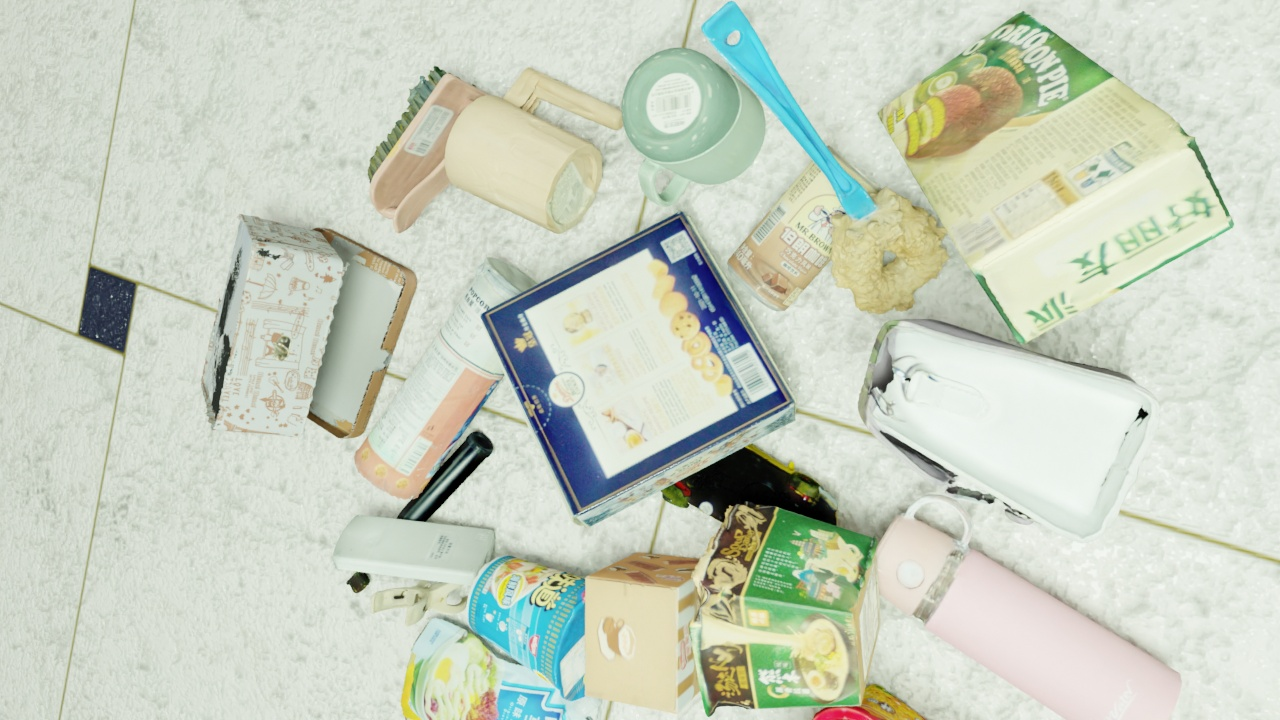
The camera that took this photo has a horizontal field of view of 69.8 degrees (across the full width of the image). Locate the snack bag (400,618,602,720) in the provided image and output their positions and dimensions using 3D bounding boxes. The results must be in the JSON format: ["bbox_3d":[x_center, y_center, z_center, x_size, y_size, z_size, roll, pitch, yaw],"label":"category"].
[{"bbox_3d":[-0.122,0.308,0.807,0.191,0.039,0.110,16,86,23],"label":"snack bag"}]

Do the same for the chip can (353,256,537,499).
[{"bbox_3d":[-0.162,0.018,0.791,0.071,0.071,0.215,41,102,18],"label":"chip can"}]

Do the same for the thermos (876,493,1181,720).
[{"bbox_3d":[0.254,0.170,0.618,0.199,0.067,0.087,33,99,21],"label":"thermos"}]

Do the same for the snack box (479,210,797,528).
[{"bbox_3d":[-0.004,0.004,0.695,0.182,0.046,0.178,-27,70,0],"label":"snack box"}]

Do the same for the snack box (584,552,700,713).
[{"bbox_3d":[0.011,0.206,0.712,0.077,0.094,0.093,2,92,25],"label":"snack box"}]

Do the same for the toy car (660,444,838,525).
[{"bbox_3d":[0.079,0.099,0.707,0.156,0.041,0.071,29,102,20],"label":"toy car"}]

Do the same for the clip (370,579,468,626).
[{"bbox_3d":[-0.195,0.204,0.804,0.076,0.103,0.034,14,98,35],"label":"clip"}]

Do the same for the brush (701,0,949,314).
[{"bbox_3d":[0.122,-0.126,0.603,0.083,0.045,0.254,-37,119,14],"label":"brush"}]

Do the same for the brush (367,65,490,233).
[{"bbox_3d":[-0.189,-0.183,0.812,0.146,0.063,0.073,-47,63,18],"label":"brush"}]

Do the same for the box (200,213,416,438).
[{"bbox_3d":[-0.309,-0.026,0.862,0.148,0.157,0.182,40,114,56],"label":"box"}]

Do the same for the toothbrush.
[{"bbox_3d":[-0.209,0.145,0.848,0.213,0.026,0.027,-47,75,18],"label":"toothbrush"}]

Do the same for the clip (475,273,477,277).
[{"bbox_3d":[-0.139,-0.057,0.819,0.024,0.027,0.056,27,112,24],"label":"clip"}]

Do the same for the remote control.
[{"bbox_3d":[-0.200,0.167,0.811,0.135,0.056,0.019,4,125,7],"label":"remote control"}]

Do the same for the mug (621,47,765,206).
[{"bbox_3d":[0.032,-0.169,0.689,0.082,0.106,0.112,34,105,19],"label":"mug"}]

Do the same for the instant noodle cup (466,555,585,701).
[{"bbox_3d":[-0.081,0.212,0.760,0.110,0.099,0.099,15,97,32],"label":"instant noodle cup"}]

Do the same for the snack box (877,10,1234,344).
[{"bbox_3d":[0.225,-0.119,0.541,0.115,0.239,0.063,-33,117,20],"label":"snack box"}]

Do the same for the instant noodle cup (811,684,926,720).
[{"bbox_3d":[0.161,0.291,0.629,0.116,0.123,0.116,33,104,20],"label":"instant noodle cup"}]

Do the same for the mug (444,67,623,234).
[{"bbox_3d":[-0.085,-0.177,0.764,0.103,0.084,0.124,29,76,20],"label":"mug"}]

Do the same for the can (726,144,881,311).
[{"bbox_3d":[0.120,-0.096,0.676,0.058,0.058,0.116,45,107,17],"label":"can"}]

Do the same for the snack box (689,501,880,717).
[{"bbox_3d":[0.104,0.171,0.619,0.106,0.118,0.118,3,119,25],"label":"snack box"}]

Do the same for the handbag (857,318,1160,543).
[{"bbox_3d":[0.220,0.032,0.558,0.145,0.196,0.098,26,101,22],"label":"handbag"}]
